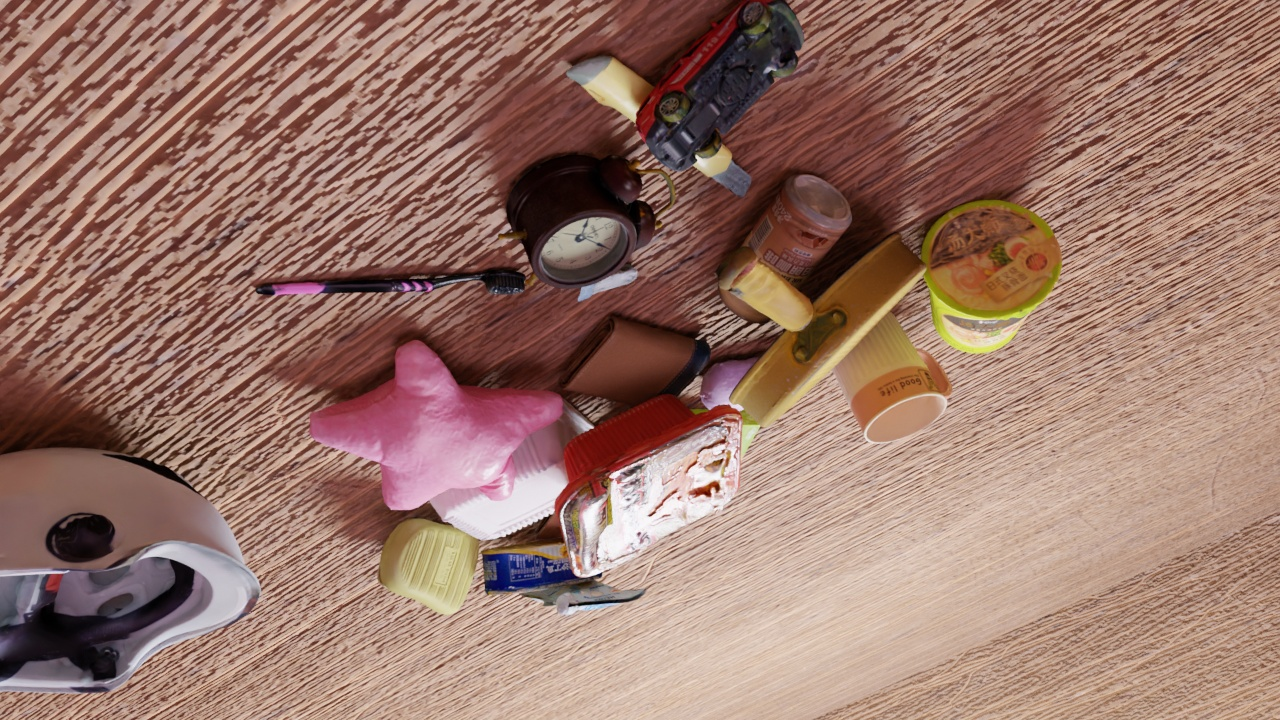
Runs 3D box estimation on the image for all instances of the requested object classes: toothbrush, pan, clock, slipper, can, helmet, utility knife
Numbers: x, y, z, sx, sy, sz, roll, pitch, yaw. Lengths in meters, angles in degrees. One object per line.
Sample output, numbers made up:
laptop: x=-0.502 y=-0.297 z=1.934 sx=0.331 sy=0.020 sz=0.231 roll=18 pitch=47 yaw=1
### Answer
toothbrush: x=-0.174 y=-0.052 z=0.657 sx=0.189 sy=0.017 sz=0.014 roll=-5 pitch=146 yaw=-20
pan: x=0.123 y=-0.034 z=0.697 sx=0.198 sy=0.078 sz=0.357 roll=-47 pitch=169 yaw=12
clock: x=-0.034 y=-0.098 z=0.628 sx=0.122 sy=0.055 sz=0.082 roll=-23 pitch=147 yaw=2
slipper: x=-0.231 y=0.205 z=0.957 sx=0.082 sy=0.091 sz=0.190 roll=16 pitch=163 yaw=17
can: x=-0.110 y=0.231 z=1.043 sx=0.148 sy=0.049 sz=0.075 roll=0 pitch=171 yaw=-38
helmet: x=-0.437 y=0.149 z=0.690 sx=0.258 sy=0.145 sz=0.230 roll=-11 pitch=148 yaw=-29
can: x=0.111 y=-0.086 z=0.721 sx=0.058 sy=0.058 sz=0.117 roll=1 pitch=141 yaw=-30
utility knife: x=0.023 y=-0.152 z=0.614 sx=0.031 sy=0.020 sz=0.188 roll=-34 pitch=139 yaw=27

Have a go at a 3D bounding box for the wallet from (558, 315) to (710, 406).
wallet: x=-0.005 y=0.005 z=0.817 sx=0.115 sy=0.033 sz=0.090 roll=13 pitch=132 yaw=-39

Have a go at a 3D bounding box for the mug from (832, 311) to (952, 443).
mug: x=0.248 y=0.014 z=0.896 sx=0.114 sy=0.105 sz=0.082 roll=-4 pitch=144 yaw=-24

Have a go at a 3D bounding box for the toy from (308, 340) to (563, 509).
toy: x=-0.179 y=0.067 z=0.767 sx=0.194 sy=0.074 sz=0.179 roll=20 pitch=119 yaw=-32

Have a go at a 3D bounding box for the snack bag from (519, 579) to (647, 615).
snack bag: x=-0.073 y=0.277 z=1.090 sx=0.110 sy=0.038 sz=0.191 roll=5 pitch=171 yaw=-21

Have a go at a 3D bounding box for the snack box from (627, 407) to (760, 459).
snack box: x=0.043 y=0.089 z=0.954 sx=0.156 sy=0.026 sz=0.086 roll=4 pitch=127 yaw=-32

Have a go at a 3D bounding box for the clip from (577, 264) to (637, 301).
clip: x=-0.028 y=-0.064 z=0.715 sx=0.058 sy=0.045 sz=0.027 roll=-11 pitch=144 yaw=-32

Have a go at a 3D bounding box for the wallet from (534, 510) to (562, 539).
wallet: x=-0.058 y=0.169 z=1.040 sx=0.101 sy=0.020 sz=0.116 roll=0 pitch=145 yaw=-29

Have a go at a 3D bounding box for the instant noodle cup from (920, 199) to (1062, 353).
instant noodle cup: x=0.308 y=-0.064 z=0.824 sx=0.112 sy=0.111 sz=0.123 roll=-24 pitch=155 yaw=5

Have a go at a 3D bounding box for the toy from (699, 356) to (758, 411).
toy: x=0.109 y=0.019 z=0.893 sx=0.108 sy=0.039 sz=0.084 roll=-11 pitch=129 yaw=-9

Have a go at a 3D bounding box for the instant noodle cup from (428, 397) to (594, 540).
instant noodle cup: x=-0.121 y=0.115 z=0.890 sx=0.173 sy=0.060 sz=0.138 roll=-26 pitch=147 yaw=10

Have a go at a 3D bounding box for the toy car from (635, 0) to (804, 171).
toy car: x=0.047 y=-0.175 z=0.569 sx=0.120 sy=0.045 sz=0.053 roll=-43 pitch=141 yaw=8

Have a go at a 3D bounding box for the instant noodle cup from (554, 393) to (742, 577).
instant noodle cup: x=0.003 y=0.106 z=0.840 sx=0.188 sy=0.079 sz=0.165 roll=-25 pitch=145 yaw=-16
